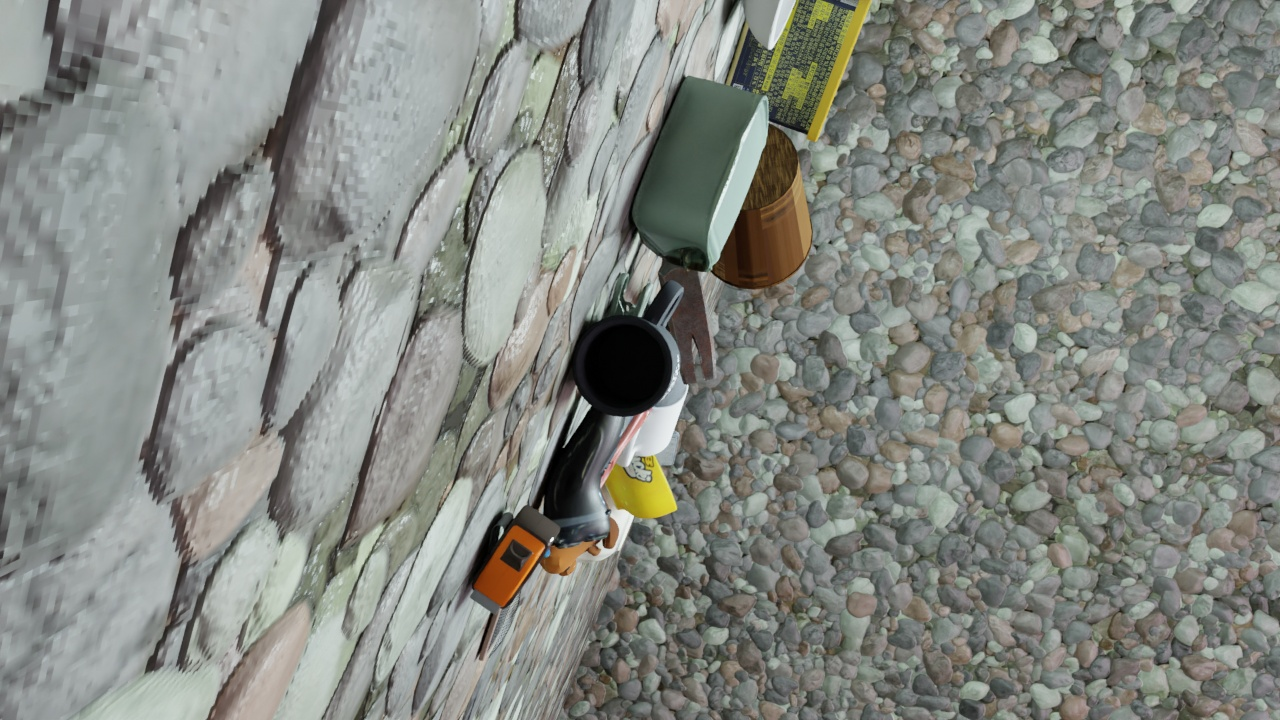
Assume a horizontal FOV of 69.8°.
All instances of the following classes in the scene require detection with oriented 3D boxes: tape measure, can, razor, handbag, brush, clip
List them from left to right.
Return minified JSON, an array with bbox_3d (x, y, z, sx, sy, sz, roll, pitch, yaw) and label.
[{"bbox_3d":[-0.084,0.125,0.606,0.059,0.038,0.058,-56,179,22],"label":"tape measure"},{"bbox_3d":[-0.102,0.182,0.751,0.049,0.015,0.136,-55,165,-72],"label":"brush"},{"bbox_3d":[-0.038,0.088,0.753,0.053,0.064,0.140,14,99,-86],"label":"razor"},{"bbox_3d":[-0.036,0.091,0.865,0.171,0.030,0.041,-55,167,-35],"label":"brush"},{"bbox_3d":[-0.014,-0.033,0.731,0.023,0.042,0.076,-62,173,-60],"label":"clip"},{"bbox_3d":[0.045,-0.137,0.686,0.106,0.067,0.121,40,71,-75],"label":"handbag"},{"bbox_3d":[0.151,-0.301,0.903,0.075,0.104,0.135,-61,171,-55],"label":"can"}]

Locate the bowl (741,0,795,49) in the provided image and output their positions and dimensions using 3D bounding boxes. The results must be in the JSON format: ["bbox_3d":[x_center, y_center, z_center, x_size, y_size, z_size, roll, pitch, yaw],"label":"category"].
[{"bbox_3d":[0.112,-0.329,0.733,0.149,0.043,0.149,24,88,-85],"label":"bowl"}]

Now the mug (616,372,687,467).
[{"bbox_3d":[0.000,0.062,0.986,0.091,0.074,0.110,105,9,-50],"label":"mug"}]

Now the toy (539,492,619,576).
[{"bbox_3d":[-0.069,0.155,0.884,0.090,0.071,0.103,-49,141,-36],"label":"toy"}]

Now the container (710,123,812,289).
[{"bbox_3d":[0.118,-0.168,0.979,0.167,0.132,0.132,61,50,-71],"label":"container"}]

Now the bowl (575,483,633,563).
[{"bbox_3d":[-0.035,0.192,1.223,0.188,0.060,0.220,-54,165,-69],"label":"bowl"}]

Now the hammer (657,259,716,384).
[{"bbox_3d":[0.033,-0.041,0.906,0.314,0.035,0.137,114,-36,-86],"label":"hammer"}]

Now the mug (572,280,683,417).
[{"bbox_3d":[0.000,-0.012,0.674,0.105,0.071,0.077,-59,176,5],"label":"mug"}]

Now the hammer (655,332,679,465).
[{"bbox_3d":[0.035,-0.018,1.124,0.098,0.044,0.323,-105,-161,-49],"label":"hammer"}]

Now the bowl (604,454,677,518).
[{"bbox_3d":[-0.010,0.140,1.105,0.067,0.117,0.117,-25,168,-5],"label":"bowl"}]
